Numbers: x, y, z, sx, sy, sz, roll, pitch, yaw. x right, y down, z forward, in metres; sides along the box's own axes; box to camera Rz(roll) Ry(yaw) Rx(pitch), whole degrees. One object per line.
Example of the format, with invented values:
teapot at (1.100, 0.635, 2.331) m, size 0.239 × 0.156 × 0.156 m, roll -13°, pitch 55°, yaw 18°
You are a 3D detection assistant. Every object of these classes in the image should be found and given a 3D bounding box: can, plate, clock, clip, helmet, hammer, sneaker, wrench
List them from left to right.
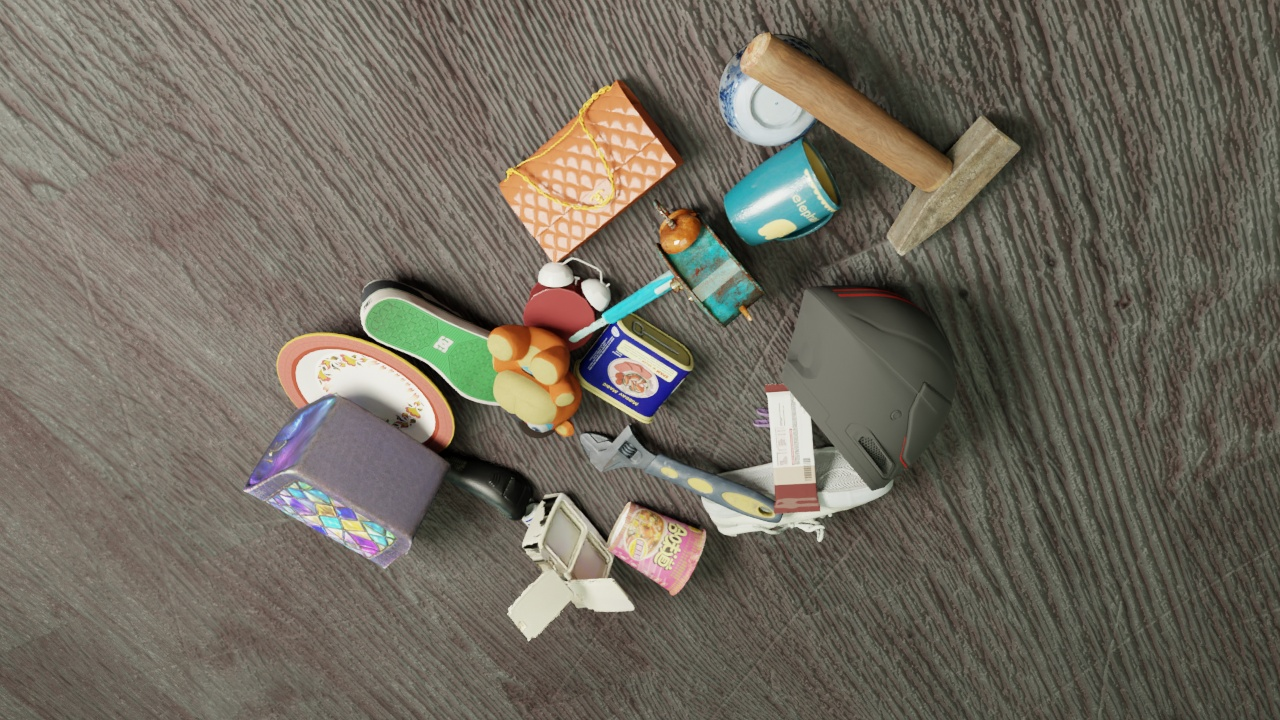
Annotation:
plate at (-0.335, 0.043, 1.132) m, size 0.230 × 0.021 × 0.230 m, roll 11°, pitch 139°, yaw 9°
sneaker at (-0.227, -0.025, 1.090) m, size 0.084 × 0.079 × 0.235 m, roll -47°, pitch 127°, yaw 11°
can at (-0.124, 0.236, 1.257) m, size 0.032 × 0.032 × 0.095 m, roll -29°, pitch 115°, yaw 19°
clock at (-0.087, -0.064, 1.065) m, size 0.087 × 0.044 × 0.125 m, roll 24°, pitch 120°, yaw -11°
can at (-0.007, 0.006, 1.096) m, size 0.116 × 0.056 × 0.092 m, roll 32°, pitch 117°, yaw -15°
wrench at (0.049, 0.143, 1.150) m, size 0.273 × 0.022 × 0.073 m, roll 22°, pitch 107°, yaw 12°
clock at (0.059, -0.107, 0.985) m, size 0.073 × 0.121 × 0.157 m, roll -39°, pitch 101°, yaw 10°
clip at (0.168, 0.075, 1.153) m, size 0.052 × 0.013 × 0.035 m, roll 10°, pitch 123°, yaw -6°
sneaker at (0.204, 0.178, 1.176) m, size 0.243 × 0.089 × 0.091 m, roll -12°, pitch 124°, yaw 18°
hammer at (0.219, -0.228, 0.911) m, size 0.300 × 0.037 × 0.158 m, roll 25°, pitch 120°, yaw -26°
helmet at (0.259, 0.015, 1.021) m, size 0.170 × 0.164 × 0.264 m, roll -40°, pitch 122°, yaw 6°

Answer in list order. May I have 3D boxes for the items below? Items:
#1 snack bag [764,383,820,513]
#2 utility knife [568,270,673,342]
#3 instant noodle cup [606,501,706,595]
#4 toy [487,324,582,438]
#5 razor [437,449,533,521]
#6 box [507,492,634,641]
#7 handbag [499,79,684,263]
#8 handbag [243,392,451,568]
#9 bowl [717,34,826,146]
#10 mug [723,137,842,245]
snack bag at (0.185, 0.106, 1.118) m, size 0.057 × 0.013 × 0.158 m, roll -5°, pitch 82°, yaw 5°
utility knife at (-0.017, -0.062, 1.047) m, size 0.151 × 0.015 × 0.022 m, roll -30°, pitch 121°, yaw -6°
instant noodle cup at (0.017, 0.245, 1.224) m, size 0.108 × 0.097 × 0.098 m, roll 28°, pitch 119°, yaw -4°
toy at (-0.118, 0.028, 1.058) m, size 0.112 × 0.096 × 0.176 m, roll 27°, pitch 159°, yaw 20°
razor at (-0.216, 0.162, 1.214) m, size 0.151 × 0.053 × 0.067 m, roll 25°, pitch 145°, yaw -4°
box at (-0.075, 0.277, 1.172) m, size 0.107 × 0.192 × 0.143 m, roll -15°, pitch 127°, yaw 33°
handbag at (-0.057, -0.198, 0.968) m, size 0.172 × 0.060 × 0.109 m, roll -36°, pitch 94°, yaw 22°
handbag at (-0.367, 0.157, 1.154) m, size 0.205 × 0.125 × 0.223 m, roll 36°, pitch 145°, yaw -20°
bowl at (0.136, -0.266, 0.927) m, size 0.114 × 0.045 × 0.114 m, roll 2°, pitch 121°, yaw 3°
mug at (0.155, -0.165, 0.974) m, size 0.104 × 0.084 × 0.112 m, roll -28°, pitch 145°, yaw 25°
